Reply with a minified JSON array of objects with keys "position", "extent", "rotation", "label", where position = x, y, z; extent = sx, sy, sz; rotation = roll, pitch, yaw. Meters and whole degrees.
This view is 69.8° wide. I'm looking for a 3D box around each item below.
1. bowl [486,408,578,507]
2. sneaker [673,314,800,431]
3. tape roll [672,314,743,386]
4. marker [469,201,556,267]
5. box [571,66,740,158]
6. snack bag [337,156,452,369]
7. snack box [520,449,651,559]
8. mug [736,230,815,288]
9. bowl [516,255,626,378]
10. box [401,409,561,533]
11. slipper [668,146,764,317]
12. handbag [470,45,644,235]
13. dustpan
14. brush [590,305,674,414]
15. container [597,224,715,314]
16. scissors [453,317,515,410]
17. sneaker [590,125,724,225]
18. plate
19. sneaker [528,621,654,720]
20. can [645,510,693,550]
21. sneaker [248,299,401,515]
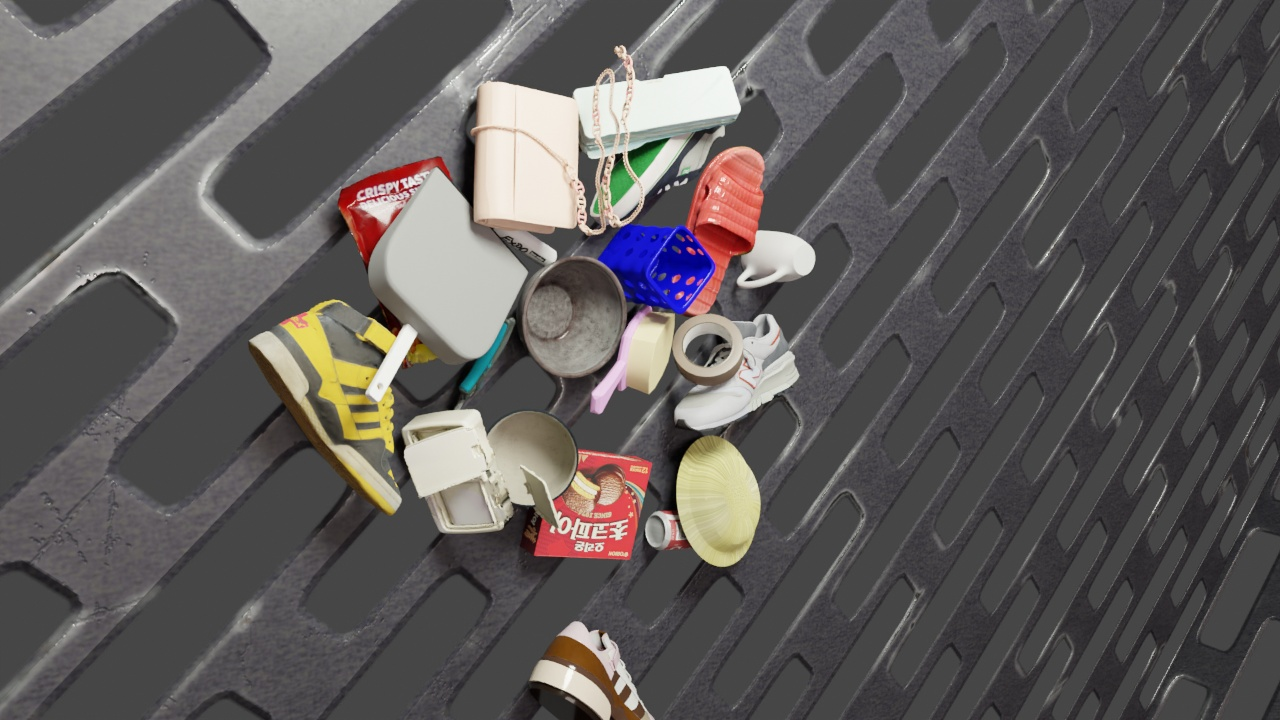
[{"position":[-0.131,0.113,1.100],"extent":[0.115,0.059,0.115],"rotation":[0,92,-2],"label":"bowl"},{"position":[0.128,0.006,1.281],"extent":[0.239,0.089,0.124],"rotation":[-23,108,-41],"label":"sneaker"},{"position":[0.090,-0.014,1.224],"extent":[0.093,0.094,0.030],"rotation":[-52,159,-17],"label":"tape roll"},{"position":[-0.151,-0.148,1.071],"extent":[0.126,0.025,0.025],"rotation":[33,79,-37],"label":"marker"},{"position":[0.018,-0.298,1.092],"extent":[0.198,0.086,0.073],"rotation":[-15,137,-14],"label":"box"},{"position":[-0.235,-0.106,0.994],"extent":[0.138,0.067,0.208],"rotation":[-28,114,-37],"label":"snack bag"},{"position":[-0.069,0.187,1.194],"extent":[0.152,0.036,0.132],"rotation":[12,92,-38],"label":"snack box"},{"position":[0.186,-0.134,1.284],"extent":[0.107,0.089,0.071],"rotation":[-43,121,-22],"label":"mug"},{"position":[-0.094,-0.056,1.105],"extent":[0.144,0.067,0.145],"rotation":[-8,104,-35],"label":"bowl"},{"position":[-0.176,0.130,1.005],"extent":[0.080,0.182,0.143],"rotation":[-50,127,-59],"label":"box"},{"position":[0.112,-0.175,1.242],"extent":[0.103,0.059,0.248],"rotation":[25,86,-38],"label":"slipper"},{"position":[-0.098,-0.239,0.985],"extent":[0.116,0.188,0.198],"rotation":[4,85,-39],"label":"handbag"},{"position":[-0.218,-0.060,0.959],"extent":[0.163,0.033,0.256],"rotation":[50,41,-33],"label":"dustpan"},{"position":[-0.007,0.007,1.118],"extent":[0.228,0.043,0.089],"rotation":[-57,157,-61],"label":"brush"},{"position":[0.016,-0.117,1.145],"extent":[0.084,0.114,0.085],"rotation":[47,71,-33],"label":"container"},{"position":[-0.188,0.012,1.053],"extent":[0.019,0.135,0.129],"rotation":[33,56,6],"label":"scissors"},{"position":[0.030,-0.240,1.153],"extent":[0.234,0.084,0.079],"rotation":[-52,124,-21],"label":"sneaker"},{"position":[0.125,0.196,1.295],"extent":[0.184,0.036,0.184],"rotation":[17,67,-45],"label":"plate"},{"position":[-0.037,0.454,1.245],"extent":[0.294,0.112,0.116],"rotation":[50,49,-32],"label":"sneaker"},{"position":[0.058,0.237,1.288],"extent":[0.096,0.054,0.054],"rotation":[5,96,-37],"label":"can"},{"position":[-0.293,0.043,0.965],"extent":[0.121,0.086,0.239],"rotation":[-41,122,-25],"label":"sneaker"}]
